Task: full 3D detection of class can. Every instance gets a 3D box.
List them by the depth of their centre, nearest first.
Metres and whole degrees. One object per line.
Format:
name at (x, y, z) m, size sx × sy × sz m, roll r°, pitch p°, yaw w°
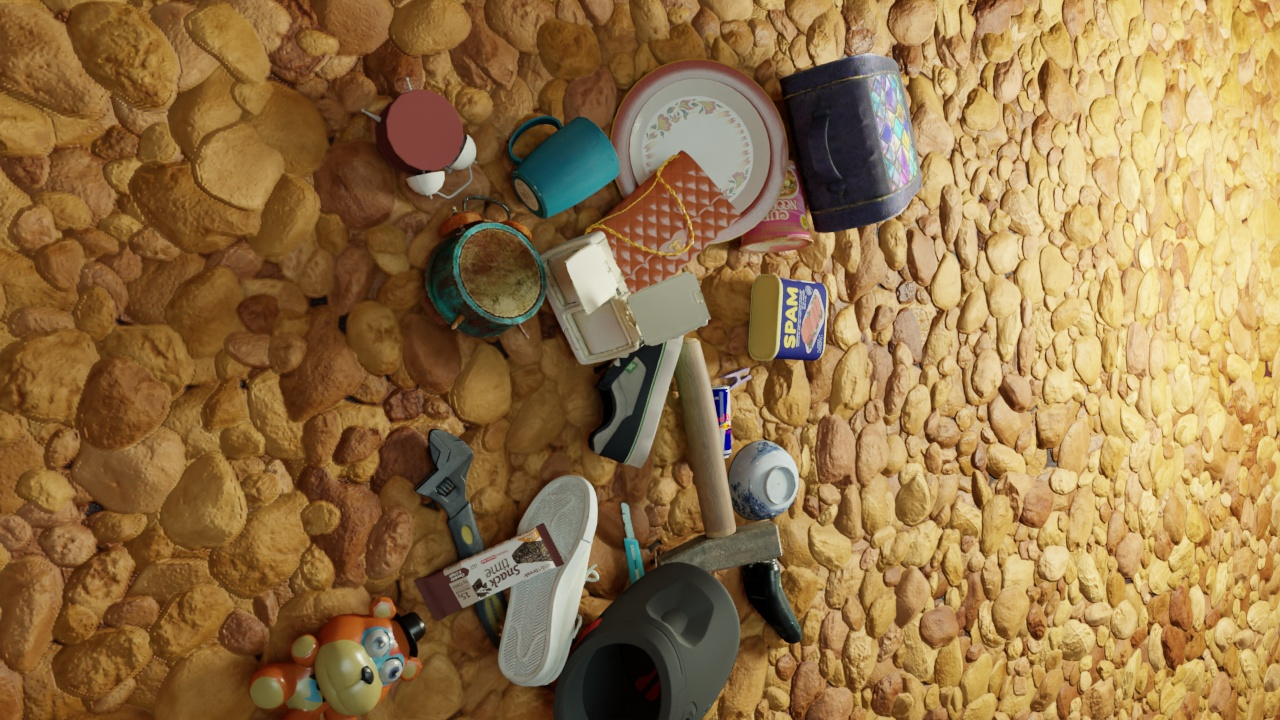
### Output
can at (0.102, 0.080, 1.208) m, size 0.032 × 0.032 × 0.095 m, roll -5°, pitch 95°, yaw -32°
can at (0.202, -0.056, 1.250) m, size 0.092 × 0.057 × 0.116 m, roll 3°, pitch 91°, yaw -34°

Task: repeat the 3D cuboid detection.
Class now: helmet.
helmet at (0.019, 0.355, 1.086) m, size 0.265 × 0.164 × 0.169 m, roll -59°, pitch 158°, yaw 17°

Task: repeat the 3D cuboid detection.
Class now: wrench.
wrench at (-0.193, 0.204, 1.035) m, size 0.073 × 0.022 × 0.273 m, roll -22°, pitch 104°, yaw -23°

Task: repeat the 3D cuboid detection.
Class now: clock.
clock at (-0.229, -0.232, 0.975) m, size 0.087 × 0.044 × 0.124 m, roll -45°, pitch 114°, yaw -22°
clock at (-0.171, -0.103, 1.005) m, size 0.121 × 0.073 × 0.157 m, roll 7°, pitch 73°, yaw -37°

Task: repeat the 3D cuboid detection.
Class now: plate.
plate at (0.073, -0.259, 1.148) m, size 0.229 × 0.021 × 0.230 m, roll 0°, pitch 92°, yaw -11°

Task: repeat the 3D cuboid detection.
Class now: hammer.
hammer at (0.076, 0.119, 1.170) m, size 0.158 × 0.037 × 0.301 m, roll -11°, pitch 94°, yaw -8°

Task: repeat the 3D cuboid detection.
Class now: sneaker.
sneaker at (-0.101, 0.256, 1.069) m, size 0.091 × 0.090 × 0.241 m, roll 57°, pitch 41°, yaw -62°
sneaker at (-0.006, 0.007, 1.113) m, size 0.079 × 0.084 × 0.235 m, roll 17°, pitch 81°, yaw -11°

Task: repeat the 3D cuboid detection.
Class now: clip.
clip at (0.128, 0.023, 1.234) m, size 0.051 × 0.013 × 0.035 m, roll -26°, pitch 107°, yaw -31°

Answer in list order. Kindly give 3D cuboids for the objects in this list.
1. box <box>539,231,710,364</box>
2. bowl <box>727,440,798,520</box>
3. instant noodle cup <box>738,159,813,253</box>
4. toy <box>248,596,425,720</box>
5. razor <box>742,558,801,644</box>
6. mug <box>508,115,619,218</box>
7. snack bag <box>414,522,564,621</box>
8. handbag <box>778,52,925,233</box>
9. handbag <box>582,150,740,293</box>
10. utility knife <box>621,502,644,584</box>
box at (-0.038, -0.065, 1.001) m, size 0.106 × 0.193 × 0.143 m, roll -42°, pitch 111°, yaw -52°
bowl at (0.177, 0.167, 1.252) m, size 0.114 × 0.045 × 0.114 m, roll -2°, pitch 94°, yaw -32°
instant noodle cup at (0.174, -0.203, 1.207) m, size 0.097 × 0.098 × 0.108 m, roll -2°, pitch 86°, yaw -32°
toy at (-0.303, 0.314, 0.938) m, size 0.175 × 0.096 × 0.112 m, roll -34°, pitch 110°, yaw -38°
razor at (0.190, 0.332, 1.272) m, size 0.067 × 0.054 × 0.151 m, roll -53°, pitch 124°, yaw -38°
mug at (-0.099, -0.225, 1.045) m, size 0.104 × 0.085 × 0.112 m, roll -40°, pitch 84°, yaw -18°
snack bag at (-0.167, 0.236, 1.018) m, size 0.158 × 0.013 × 0.057 m, roll -24°, pitch 105°, yaw 0°
handbag at (0.273, -0.285, 1.201) m, size 0.221 × 0.126 × 0.205 m, roll -32°, pitch 110°, yaw -54°
handbag at (0.020, -0.158, 1.099) m, size 0.171 × 0.060 × 0.109 m, roll -42°, pitch 97°, yaw -8°
utility knife at (-0.010, 0.251, 1.159) m, size 0.022 × 0.015 × 0.151 m, roll -13°, pitch 99°, yaw -5°
